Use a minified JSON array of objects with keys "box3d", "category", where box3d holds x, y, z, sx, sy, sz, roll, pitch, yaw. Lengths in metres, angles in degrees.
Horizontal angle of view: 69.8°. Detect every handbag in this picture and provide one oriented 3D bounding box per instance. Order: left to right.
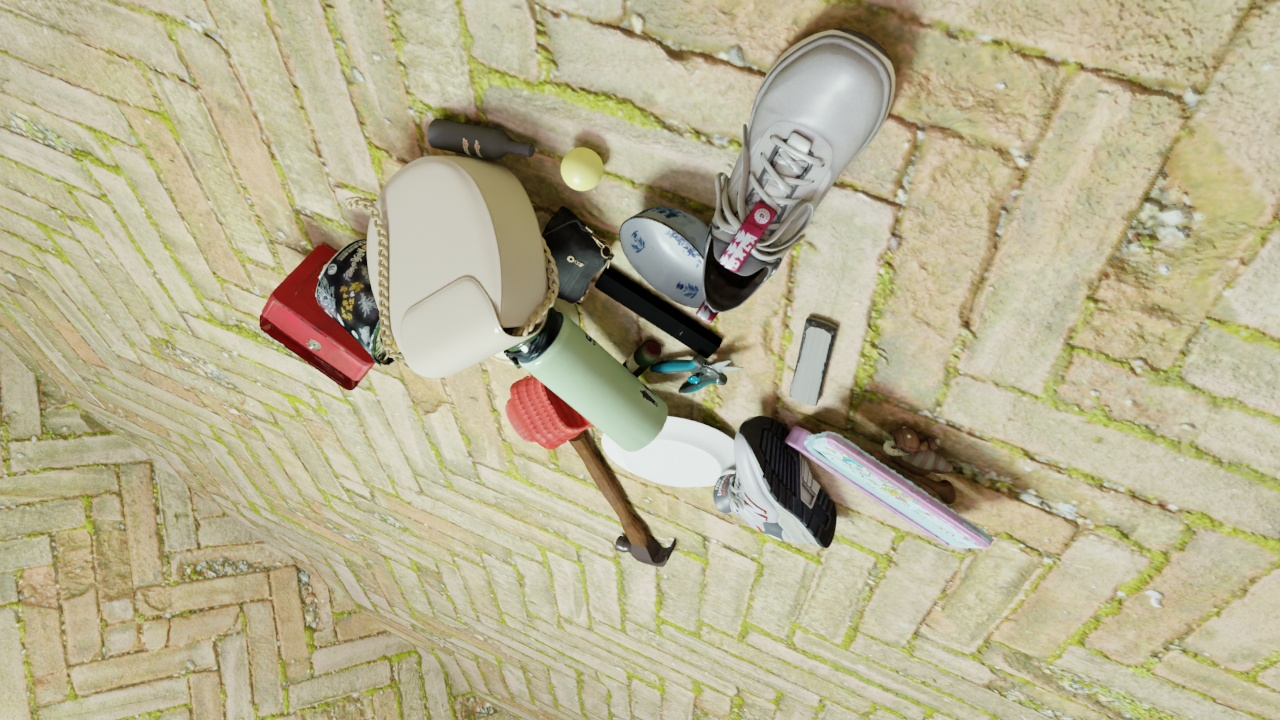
[{"box3d":[-0.196,-0.099,0.930,0.211,0.103,0.208,-22,83,40],"category":"handbag"},{"box3d":[-0.078,-0.103,0.968,0.079,0.054,0.129,35,145,-4],"category":"handbag"}]

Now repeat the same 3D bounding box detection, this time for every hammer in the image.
[{"box3d":[-0.035,0.215,1.394,0.115,0.033,0.323,7,141,34],"category":"hammer"}]

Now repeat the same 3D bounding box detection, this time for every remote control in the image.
[{"box3d":[0.020,-0.052,1.000,0.150,0.013,0.034,32,152,-4],"category":"remote control"},{"box3d":[0.178,0.003,0.953,0.033,0.013,0.137,21,148,15],"category":"remote control"}]

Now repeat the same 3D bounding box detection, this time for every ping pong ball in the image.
[{"box3d":[-0.055,-0.179,0.859,0.040,0.040,0.040,20,147,14],"category":"ping pong ball"}]

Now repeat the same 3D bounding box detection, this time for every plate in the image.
[{"box3d":[0.041,0.127,1.180,0.188,0.016,0.189,9,148,5],"category":"plate"}]

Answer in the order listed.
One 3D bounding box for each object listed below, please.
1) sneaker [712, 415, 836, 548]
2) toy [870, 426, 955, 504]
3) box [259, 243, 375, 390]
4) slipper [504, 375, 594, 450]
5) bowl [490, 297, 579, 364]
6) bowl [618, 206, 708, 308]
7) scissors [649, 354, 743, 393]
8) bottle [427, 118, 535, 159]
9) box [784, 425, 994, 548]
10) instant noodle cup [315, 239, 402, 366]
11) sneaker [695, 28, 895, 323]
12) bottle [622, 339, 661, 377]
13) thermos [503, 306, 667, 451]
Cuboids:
[{"box3d":[0.141,0.155,1.120,0.124,0.088,0.240,-5,137,38],"category":"sneaker"},{"box3d":[0.297,0.107,0.974,0.102,0.041,0.055,27,110,-12],"category":"toy"},{"box3d":[-0.401,-0.060,1.213,0.157,0.133,0.111,35,148,-10],"category":"box"},{"box3d":[-0.132,0.069,1.213,0.249,0.059,0.103,-22,99,58],"category":"slipper"},{"box3d":[-0.155,-0.046,1.089,0.151,0.075,0.151,20,147,14],"category":"bowl"},{"box3d":[0.038,-0.106,0.873,0.114,0.045,0.114,33,156,16],"category":"bowl"},{"box3d":[0.064,0.014,1.040,0.123,0.019,0.148,22,157,16],"category":"scissors"},{"box3d":[-0.154,-0.214,0.898,0.113,0.030,0.030,15,145,22],"category":"bottle"},{"box3d":[0.265,0.138,1.000,0.214,0.035,0.151,33,171,-5],"category":"box"},{"box3d":[-0.323,-0.079,1.134,0.112,0.137,0.137,33,149,13],"category":"instant noodle cup"},{"box3d":[0.105,-0.135,0.716,0.097,0.128,0.264,28,146,1],"category":"sneaker"},{"box3d":[-0.006,0.006,1.090,0.025,0.025,0.106,34,147,-7],"category":"bottle"},{"box3d":[-0.073,0.013,1.037,0.083,0.082,0.231,-12,136,46],"category":"thermos"}]
